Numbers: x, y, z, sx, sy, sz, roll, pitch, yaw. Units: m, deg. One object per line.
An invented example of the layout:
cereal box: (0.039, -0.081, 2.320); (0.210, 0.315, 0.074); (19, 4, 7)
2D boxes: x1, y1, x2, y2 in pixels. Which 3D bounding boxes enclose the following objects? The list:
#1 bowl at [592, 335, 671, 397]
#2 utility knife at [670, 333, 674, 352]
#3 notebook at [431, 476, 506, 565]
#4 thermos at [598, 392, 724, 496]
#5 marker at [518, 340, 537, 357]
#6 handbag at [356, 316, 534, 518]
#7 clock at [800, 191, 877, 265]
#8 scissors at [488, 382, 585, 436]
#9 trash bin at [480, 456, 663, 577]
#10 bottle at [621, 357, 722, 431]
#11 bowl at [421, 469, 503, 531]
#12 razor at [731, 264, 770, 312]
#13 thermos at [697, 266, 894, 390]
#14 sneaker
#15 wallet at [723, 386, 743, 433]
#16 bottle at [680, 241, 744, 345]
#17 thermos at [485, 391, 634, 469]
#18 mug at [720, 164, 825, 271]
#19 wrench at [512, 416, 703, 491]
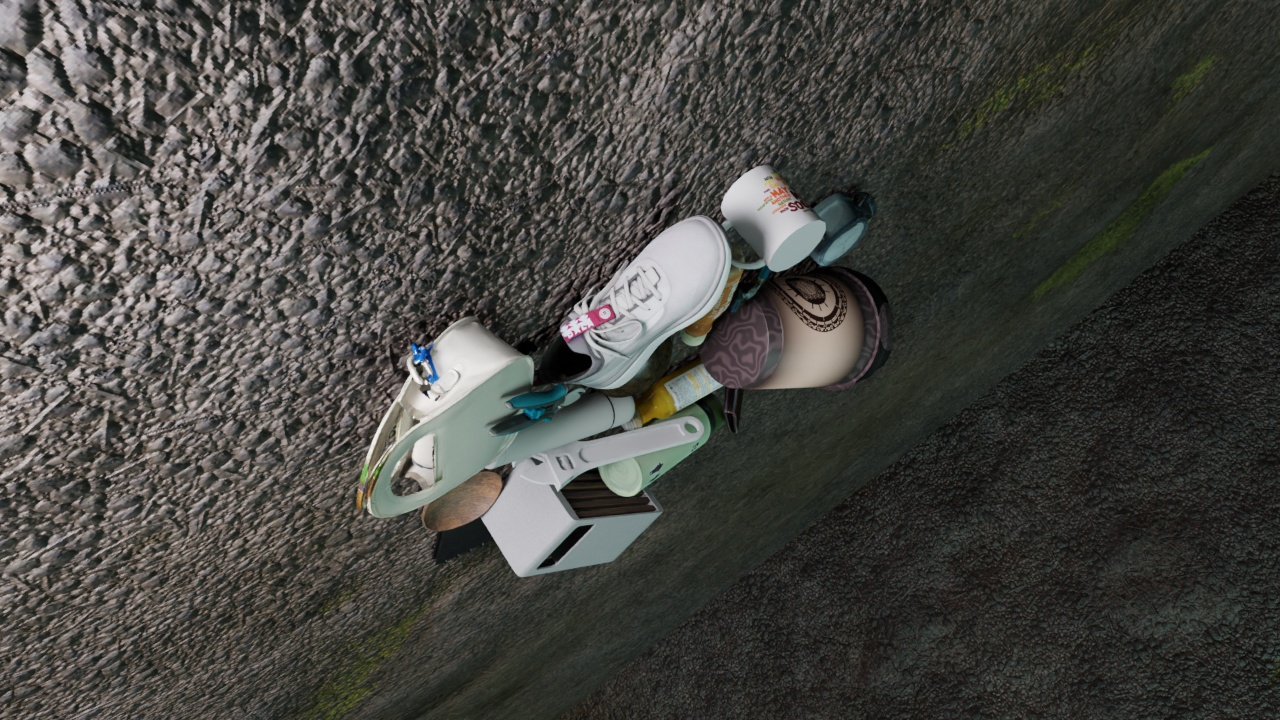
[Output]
bowl: (-0.007, 0.007, 1.132); (0.121, 0.056, 0.121); (-30, 156, -15)
utility knife: (0.043, -0.065, 1.100); (0.018, 0.030, 0.207); (-9, 152, -3)
notebook: (-0.183, 0.207, 1.315); (0.230, 0.019, 0.170); (-20, 151, -33)
thermos: (0.035, 0.111, 1.324); (0.230, 0.082, 0.083); (-30, 159, -47)
marker: (-0.156, 0.031, 1.023); (0.016, 0.016, 0.141); (-6, 142, -50)
handbag: (-0.205, 0.062, 0.894); (0.199, 0.093, 0.201); (-42, 163, -33)
clock: (0.252, -0.171, 1.169); (0.129, 0.052, 0.090); (-27, 155, -32)
scissors: (-0.104, 0.051, 0.936); (0.148, 0.019, 0.132); (-45, 161, -18)
trash bin: (-0.092, 0.208, 1.278); (0.115, 0.114, 0.228); (-47, 153, 19)
bottle: (0.053, 0.041, 1.284); (0.186, 0.053, 0.053); (-29, 156, -17)
bowl: (-0.231, 0.171, 1.164); (0.114, 0.026, 0.102); (-8, 135, -44)
razor: (0.151, -0.118, 1.092); (0.143, 0.022, 0.042); (-56, 175, -18)
thermos: (0.200, -0.038, 1.210); (0.225, 0.172, 0.173); (-6, 143, -39)
sneaker: (-0.015, -0.054, 0.953); (0.128, 0.096, 0.264); (-15, 156, -51)
wallet: (0.143, 0.049, 1.382); (0.031, 0.099, 0.120); (5, 161, 11)
bottle: (0.078, -0.074, 1.093); (0.059, 0.059, 0.167); (-26, 156, -23)
thermos: (-0.101, 0.079, 1.143); (0.223, 0.052, 0.052); (-16, 149, -40)
mug: (0.132, -0.145, 0.997); (0.105, 0.089, 0.073); (-41, 156, 11)
wrench: (-0.038, 0.107, 1.206); (0.272, 0.086, 0.018); (-13, 148, -29)
